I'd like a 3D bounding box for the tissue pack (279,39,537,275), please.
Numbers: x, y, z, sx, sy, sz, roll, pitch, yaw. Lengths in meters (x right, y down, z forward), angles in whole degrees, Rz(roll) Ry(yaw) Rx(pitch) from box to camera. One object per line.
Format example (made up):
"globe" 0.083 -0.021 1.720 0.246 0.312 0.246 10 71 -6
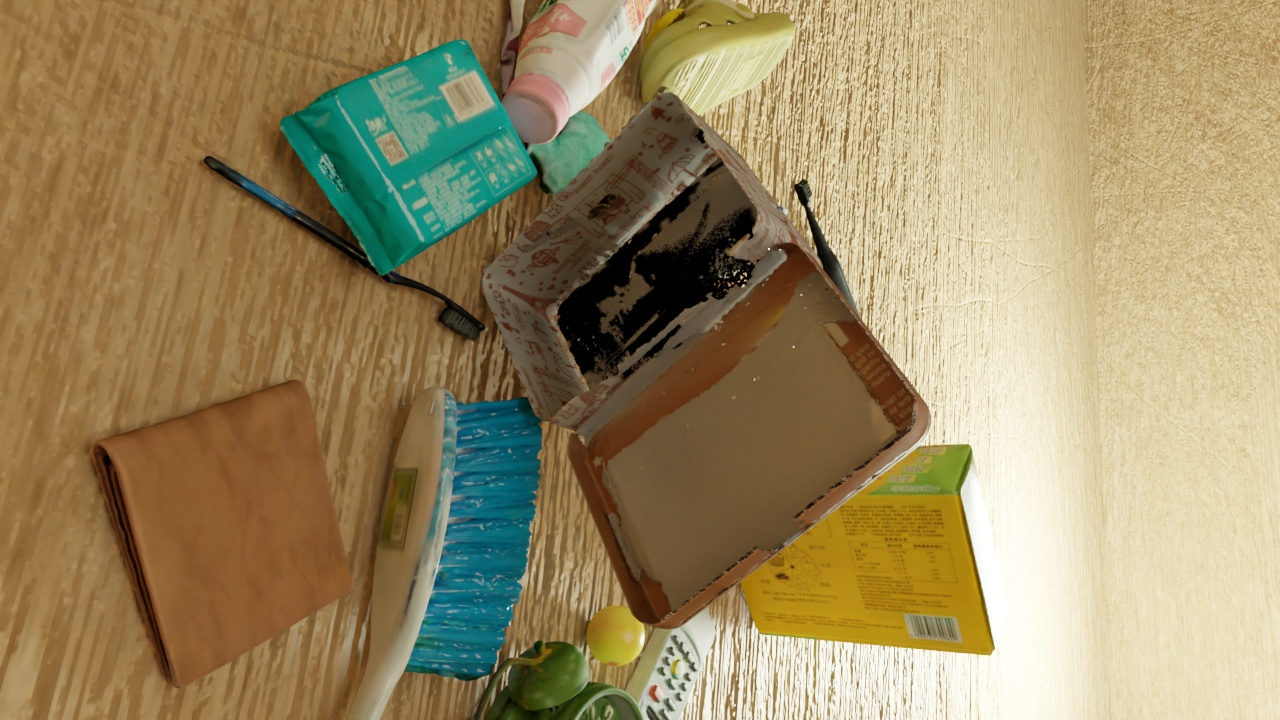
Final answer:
"tissue pack" -0.123 -0.114 0.508 0.093 0.050 0.133 61 40 -16

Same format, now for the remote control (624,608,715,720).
"remote control" 0.019 0.239 0.689 0.056 0.019 0.134 62 41 -28

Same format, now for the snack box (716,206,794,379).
"snack box" 0.097 -0.027 0.789 0.057 0.058 0.207 -22 109 -53

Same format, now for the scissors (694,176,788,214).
"scissors" 0.084 -0.121 0.839 0.234 0.022 0.148 31 68 -53

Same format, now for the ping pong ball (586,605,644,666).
"ping pong ball" -0.017 0.188 0.629 0.040 0.040 0.040 11 76 -53

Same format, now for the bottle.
"bottle" -0.041 -0.219 0.623 0.068 0.068 0.196 54 42 -35

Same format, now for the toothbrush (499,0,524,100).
"toothbrush" -0.090 -0.207 0.608 0.017 0.016 0.187 16 73 -42

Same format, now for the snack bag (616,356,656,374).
"snack bag" -0.004 0.004 0.686 0.045 0.026 0.105 24 67 -54

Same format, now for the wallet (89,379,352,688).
"wallet" -0.187 0.076 0.427 0.101 0.020 0.115 -24 107 -54

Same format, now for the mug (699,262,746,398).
"mug" 0.056 -0.012 0.736 0.078 0.078 0.123 -32 116 -52

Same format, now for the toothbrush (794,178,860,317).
"toothbrush" 0.207 -0.100 0.998 0.027 0.026 0.213 -44 121 -33

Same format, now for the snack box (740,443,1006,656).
"snack box" 0.180 0.154 0.764 0.069 0.210 0.158 -44 121 -49

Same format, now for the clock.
"clock" -0.051 0.234 0.538 0.161 0.056 0.115 56 40 -37

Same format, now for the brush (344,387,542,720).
"brush" -0.124 0.162 0.480 0.109 0.061 0.314 22 70 -45

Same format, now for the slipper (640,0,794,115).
"slipper" 0.055 -0.264 0.775 0.081 0.092 0.190 47 45 12

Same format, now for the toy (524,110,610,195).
"toy" -0.052 -0.150 0.641 0.096 0.030 0.091 60 39 -14

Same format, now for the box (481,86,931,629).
"box" 0.024 -0.005 0.510 0.082 0.177 0.259 27 27 -47

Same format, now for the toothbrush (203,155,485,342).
"toothbrush" -0.153 -0.055 0.500 0.189 0.014 0.016 35 83 -46
